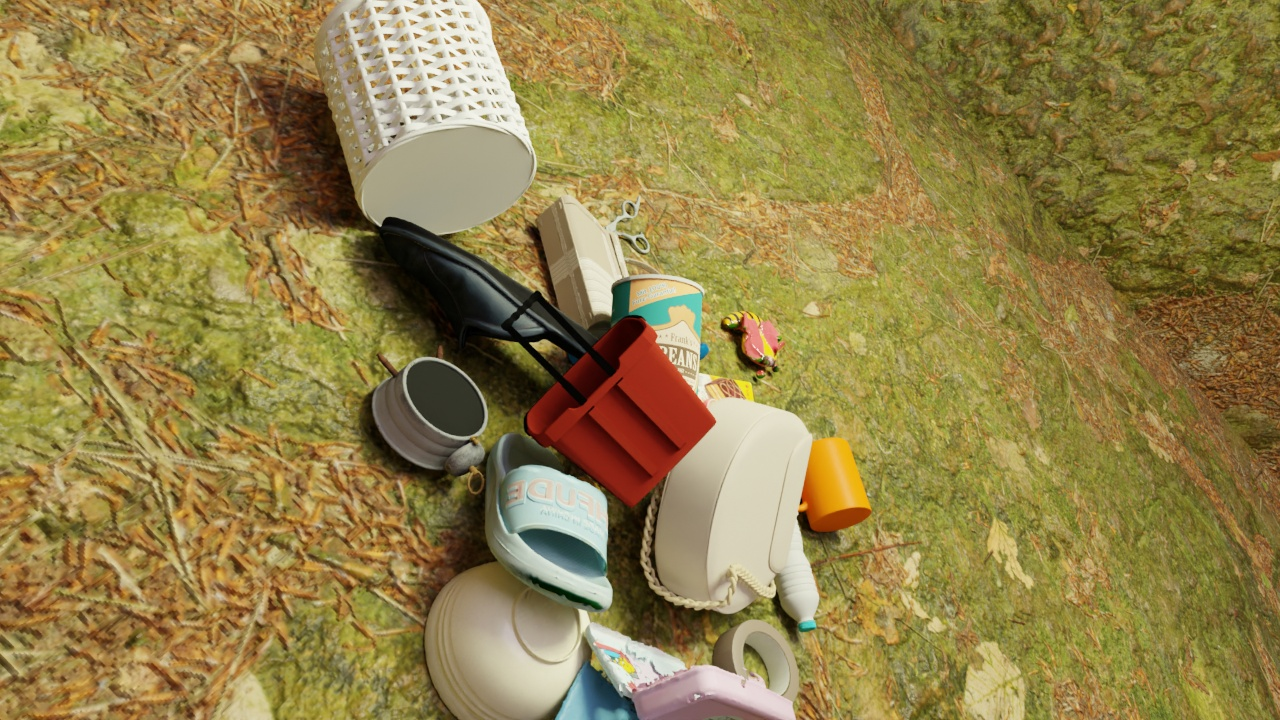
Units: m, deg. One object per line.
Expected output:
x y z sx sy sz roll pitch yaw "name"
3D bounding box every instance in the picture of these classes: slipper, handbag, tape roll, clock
-0.081 0.125 0.807 0.104 0.074 0.245 28 14 -26 "slipper"
0.103 0.148 0.936 0.208 0.103 0.211 0 102 -57 "handbag"
-0.161 -0.048 0.918 0.265 0.109 0.083 32 82 1 "slipper"
-0.021 -0.093 1.130 0.197 0.062 0.175 12 53 -45 "handbag"
0.120 0.319 0.949 0.093 0.030 0.093 26 44 -28 "tape roll"
-0.184 0.058 0.840 0.148 0.056 0.103 56 29 14 "clock"

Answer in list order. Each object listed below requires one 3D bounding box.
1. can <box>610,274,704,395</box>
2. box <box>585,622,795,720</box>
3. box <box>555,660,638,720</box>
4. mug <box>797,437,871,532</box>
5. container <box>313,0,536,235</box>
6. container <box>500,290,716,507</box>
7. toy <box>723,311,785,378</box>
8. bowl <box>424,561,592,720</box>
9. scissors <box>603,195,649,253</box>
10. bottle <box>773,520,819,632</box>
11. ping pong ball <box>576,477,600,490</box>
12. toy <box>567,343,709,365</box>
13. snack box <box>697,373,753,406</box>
0.014 -0.005 0.961 0.099 0.099 0.143 14 72 -37 "can"
0.046 0.274 0.800 0.201 0.111 0.101 43 24 -50 "box"
-0.031 0.372 0.694 0.175 0.060 0.231 61 35 -23 "box"
0.223 0.159 1.156 0.112 0.078 0.095 -4 59 -14 "mug"
-0.223 -0.257 0.954 0.189 0.190 0.186 0 61 -44 "container"
-0.044 0.019 0.824 0.201 0.148 0.127 46 -3 -15 "container"
0.159 -0.029 1.265 0.084 0.046 0.103 -23 72 -37 "toy"
-0.097 0.232 0.771 0.150 0.076 0.150 25 45 -28 "bowl"
-0.042 -0.183 1.209 0.153 0.014 0.130 15 59 -39 "scissors"
0.174 0.242 1.054 0.044 0.044 0.136 14 51 -37 "bottle"
-0.058 0.137 0.913 0.040 0.040 0.040 26 44 -28 "ping pong ball"
-0.006 0.006 1.044 0.176 0.071 0.112 -26 81 -31 "toy"
0.087 0.077 1.074 0.083 0.061 0.105 11 51 -17 "snack box"
